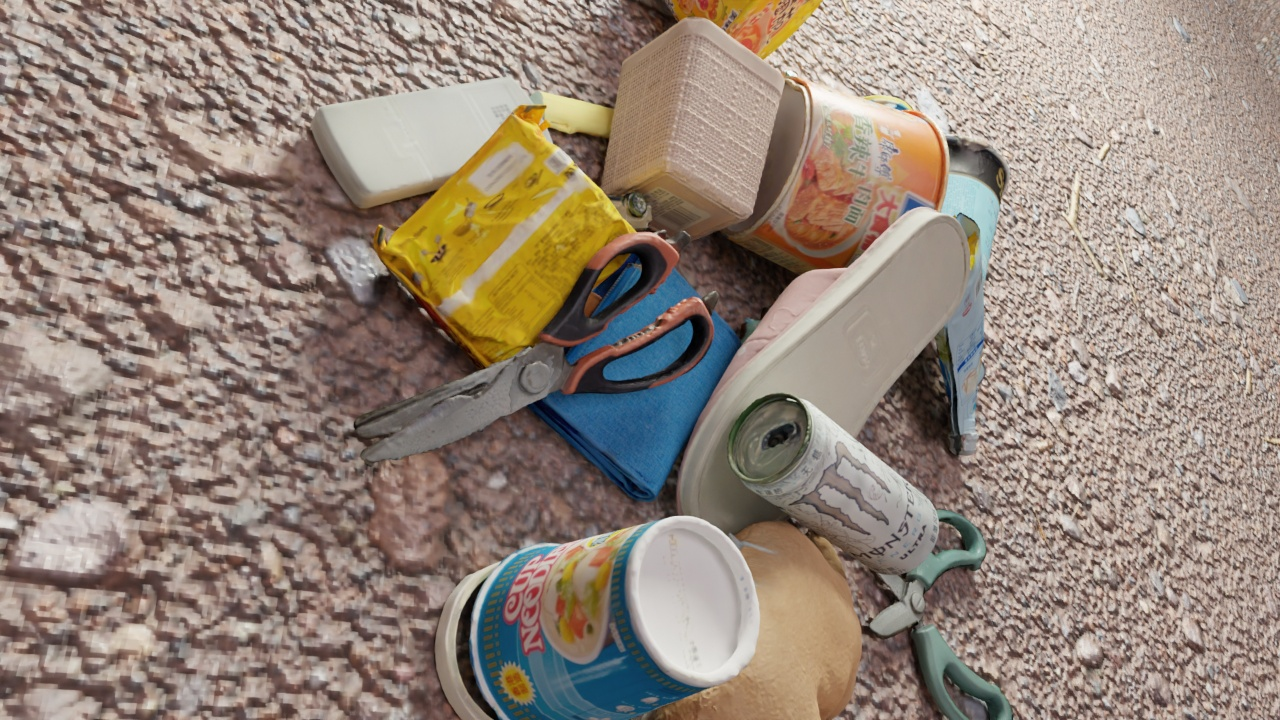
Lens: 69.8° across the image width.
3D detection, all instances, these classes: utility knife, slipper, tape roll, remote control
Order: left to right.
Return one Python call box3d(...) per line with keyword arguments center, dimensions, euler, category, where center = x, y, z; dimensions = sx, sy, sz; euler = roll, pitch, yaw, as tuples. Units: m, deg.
box3d(center=(-0.117, -0.131, 0.540), dimensions=(0.149, 0.021, 0.058), euler=(-27, 86, -45), category="remote control")
box3d(center=(-0.058, 0.141, 0.447), dimensions=(0.085, 0.014, 0.085), euler=(20, 56, -32), category="tape roll")
box3d(center=(0.009, -0.164, 0.668), dimensions=(0.219, 0.022, 0.031), euler=(1, 71, -33), category="utility knife")
box3d(center=(0.114, 0.003, 0.586), dimensions=(0.274, 0.054, 0.114), euler=(-46, 125, -16), category="slipper")

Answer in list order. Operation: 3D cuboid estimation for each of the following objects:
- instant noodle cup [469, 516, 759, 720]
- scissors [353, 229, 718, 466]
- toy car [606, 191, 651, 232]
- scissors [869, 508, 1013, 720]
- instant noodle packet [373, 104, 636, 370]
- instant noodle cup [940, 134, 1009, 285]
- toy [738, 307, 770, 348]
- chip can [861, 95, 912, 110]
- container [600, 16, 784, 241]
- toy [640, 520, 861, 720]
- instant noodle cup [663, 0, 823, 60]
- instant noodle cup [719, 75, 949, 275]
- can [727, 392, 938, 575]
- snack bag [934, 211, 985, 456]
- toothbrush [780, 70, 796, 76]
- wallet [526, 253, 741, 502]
box3d(center=(-0.007, 0.117, 0.414), dimensions=(0.099, 0.110, 0.099), euler=(20, 54, -31), category="instant noodle cup")
box3d(center=(-0.048, -0.011, 0.480), dimensions=(0.206, 0.015, 0.192), euler=(20, 85, -36), category="scissors")
box3d(center=(-0.034, -0.088, 0.574), dimensions=(0.090, 0.042, 0.035), euler=(-5, 92, -37), category="toy car")
box3d(center=(0.223, 0.192, 0.657), dimensions=(0.169, 0.019, 0.179), euler=(-16, 79, -46), category="scissors")
box3d(center=(-0.068, -0.064, 0.505), dimensions=(0.128, 0.044, 0.111), euler=(-47, 107, -19), category="instant noodle packet")
box3d(center=(0.261, -0.116, 0.802), dimensions=(0.111, 0.111, 0.120), euler=(29, 59, -25), category="instant noodle cup")
box3d(center=(0.096, 0.005, 0.644), dimensions=(0.096, 0.030, 0.092), euler=(-15, 73, -36), category="toy")
box3d(center=(0.193, -0.111, 0.746), dimensions=(0.071, 0.071, 0.209), euler=(21, 60, -31), category="chip can")
box3d(center=(0.032, -0.149, 0.619), dimensions=(0.090, 0.090, 0.110), euler=(25, 67, -32), category="container")
box3d(center=(0.078, 0.154, 0.510), dimensions=(0.225, 0.083, 0.143), euler=(-52, 132, -45), category="toy")
box3d(center=(0.075, -0.311, 0.731), dimensions=(0.110, 0.138, 0.137), euler=(51, 45, 4), category="instant noodle cup")
box3d(center=(0.129, -0.129, 0.669), dimensions=(0.111, 0.152, 0.151), euler=(17, 57, -24), category="instant noodle cup")
box3d(center=(0.115, 0.075, 0.536), dimensions=(0.146, 0.058, 0.058), euler=(36, 47, -36), category="can")
box3d(center=(0.255, -0.014, 0.730), dimensions=(0.110, 0.039, 0.191), euler=(-73, 151, -42), category="snack bag")
box3d(center=(0.194, -0.246, 0.871), dimensions=(0.188, 0.029, 0.021), euler=(0, 107, -42), category="toothbrush")
box3d(center=(-0.003, 0.003, 0.550), dimensions=(0.106, 0.040, 0.132), euler=(43, 54, -16), category="wallet")
